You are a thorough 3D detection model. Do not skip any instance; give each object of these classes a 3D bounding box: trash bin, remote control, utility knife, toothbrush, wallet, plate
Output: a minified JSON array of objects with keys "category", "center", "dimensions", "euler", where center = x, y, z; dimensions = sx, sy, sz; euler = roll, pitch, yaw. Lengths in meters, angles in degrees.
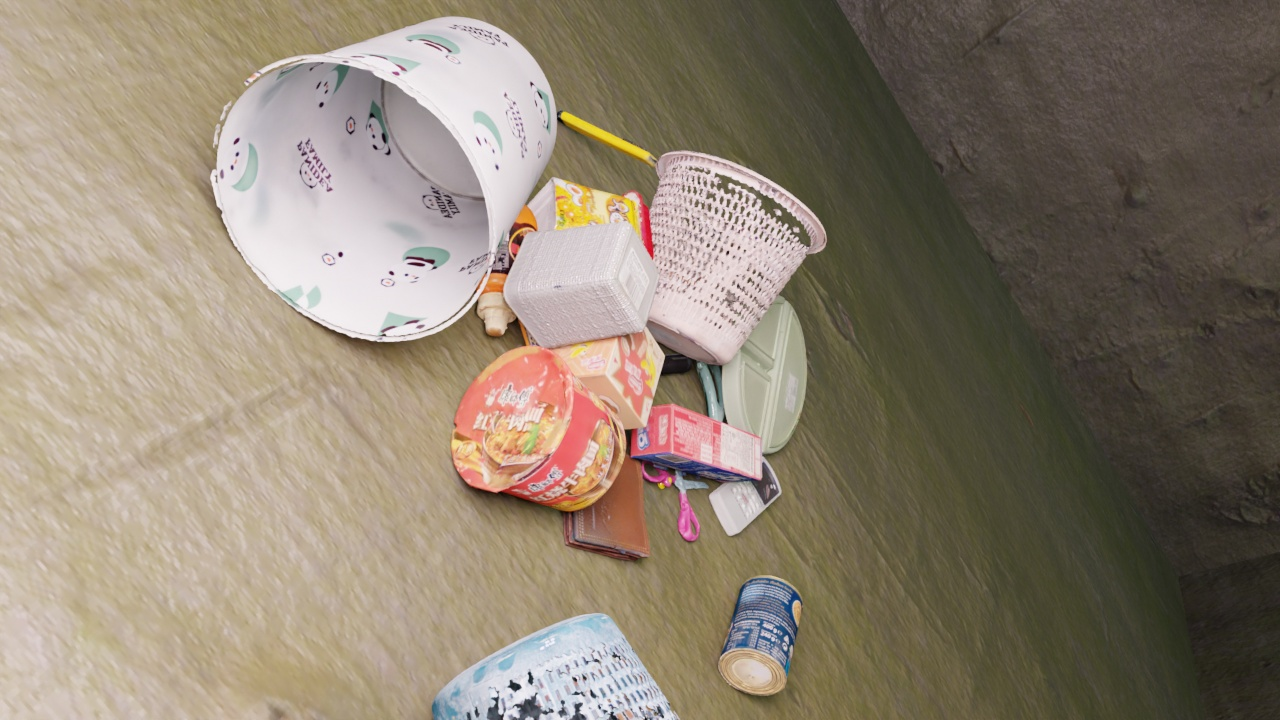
[{"category":"trash bin","center":[0.079,-0.110,1.100],"dimensions":[0.227,0.228,0.192],"euler":[33,81,-37]},{"category":"remote control","center":[0.137,0.170,1.168],"dimensions":[0.149,0.021,0.058],"euler":[-25,88,-56]},{"category":"utility knife","center":[-0.012,-0.267,1.160],"dimensions":[0.231,0.015,0.033],"euler":[29,1,14]},{"category":"toothbrush","center":[-0.006,0.006,1.087],"dimensions":[0.027,0.026,0.212],"euler":[49,28,24]},{"category":"wallet","center":[-0.038,0.139,0.944],"dimensions":[0.101,0.032,0.124],"euler":[25,48,-40]},{"category":"trash bin","center":[-0.048,0.305,0.670],"dimensions":[0.226,0.227,0.195],"euler":[2,53,-53]},{"category":"trash bin","center":[-0.192,-0.177,0.794],"dimensions":[0.229,0.230,0.251],"euler":[50,30,-18]},{"category":"plate","center":[0.174,0.018,1.239],"dimensions":[0.229,0.028,0.230],"euler":[-6,97,-56]}]

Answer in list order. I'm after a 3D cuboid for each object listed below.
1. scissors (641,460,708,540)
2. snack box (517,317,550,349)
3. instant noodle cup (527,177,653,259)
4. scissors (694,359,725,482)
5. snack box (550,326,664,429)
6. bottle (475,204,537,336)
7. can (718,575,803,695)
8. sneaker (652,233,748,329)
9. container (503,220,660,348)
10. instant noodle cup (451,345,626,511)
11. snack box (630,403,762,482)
[{"category":"scissors","center":[0.045,0.149,1.066],"dimensions":[0.133,0.017,0.136],"euler":[16,51,-53]},{"category":"snack box","center":[-0.086,-0.015,0.948],"dimensions":[0.075,0.026,0.154],"euler":[-44,123,-56]},{"category":"instant noodle cup","center":[-0.065,-0.140,1.042],"dimensions":[0.123,0.116,0.116],"euler":[17,53,-34]},{"category":"scissors","center":[0.071,0.064,1.131],"dimensions":[0.169,0.019,0.174],"euler":[14,69,-57]},{"category":"snack box","center":[-0.035,0.007,0.926],"dimensions":[0.093,0.077,0.094],"euler":[56,40,-42]},{"category":"bottle","center":[-0.143,-0.093,0.942],"dimensions":[0.066,0.067,0.149],"euler":[27,54,-42]},{"category":"can","center":[0.135,0.305,1.019],"dimensions":[0.075,0.075,0.110],"euler":[51,35,-16]},{"category":"sneaker","center":[0.091,-0.116,1.246],"dimensions":[0.242,0.091,0.089],"euler":[35,41,-34]},{"category":"container","center":[-0.051,-0.073,0.871],"dimensions":[0.090,0.114,0.090],"euler":[56,39,-42]},{"category":"instant noodle cup","center":[-0.087,0.069,0.841],"dimensions":[0.108,0.138,0.137],"euler":[37,40,-46]},{"category":"snack box","center":[0.069,0.099,1.047],"dimensions":[0.207,0.057,0.058],"euler":[23,63,-52]}]
